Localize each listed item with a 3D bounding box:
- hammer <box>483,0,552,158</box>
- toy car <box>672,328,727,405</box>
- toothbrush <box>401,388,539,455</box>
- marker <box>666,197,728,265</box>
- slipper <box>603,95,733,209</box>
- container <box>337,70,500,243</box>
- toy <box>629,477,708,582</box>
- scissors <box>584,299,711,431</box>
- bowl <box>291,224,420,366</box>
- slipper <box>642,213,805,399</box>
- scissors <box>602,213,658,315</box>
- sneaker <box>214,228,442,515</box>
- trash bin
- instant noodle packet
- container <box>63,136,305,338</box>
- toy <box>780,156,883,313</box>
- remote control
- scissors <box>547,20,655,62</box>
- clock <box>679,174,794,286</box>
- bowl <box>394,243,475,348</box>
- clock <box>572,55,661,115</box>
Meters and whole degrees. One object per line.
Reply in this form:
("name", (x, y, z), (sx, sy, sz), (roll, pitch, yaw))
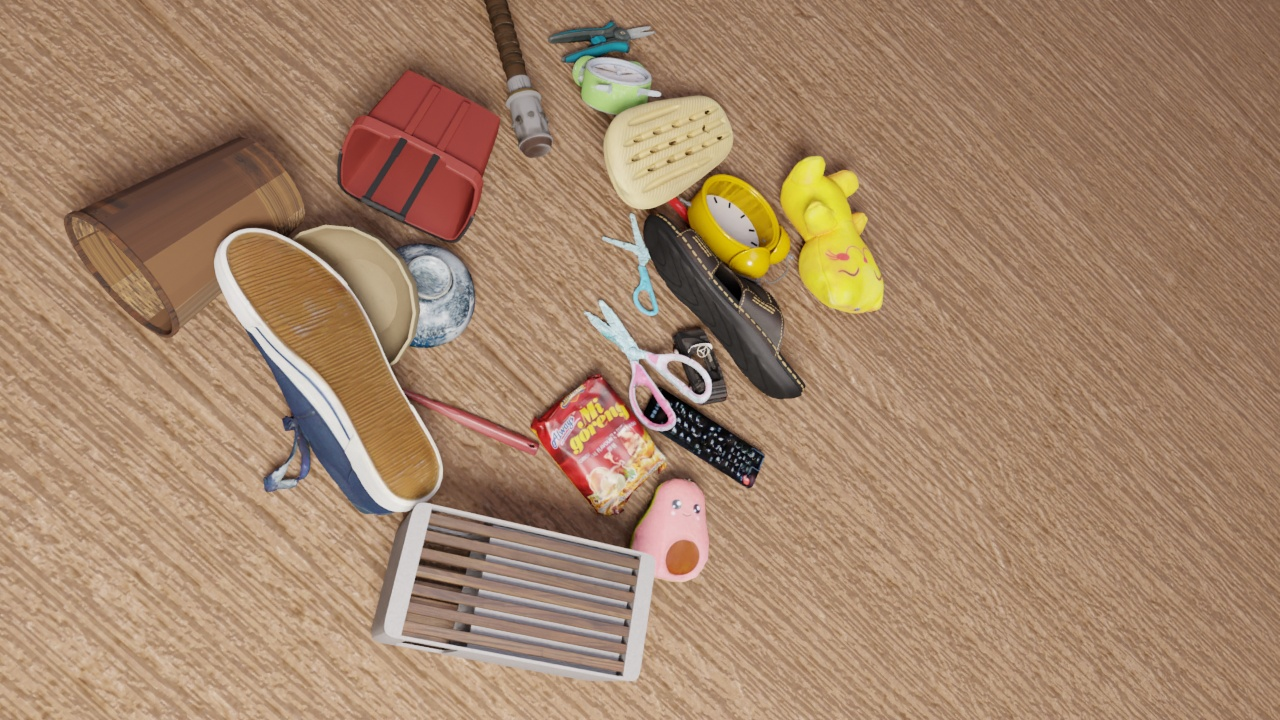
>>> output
("hammer", (-0.158, -0.385, 1.057), (0.190, 0.101, 0.324), (-10, 76, -24))
("toy car", (0.069, 0.005, 1.043), (0.040, 0.037, 0.092), (-9, 64, -24))
("toothbrush", (-0.191, 0.054, 0.941), (0.190, 0.016, 0.016), (25, 64, -12))
("marker", (0.084, -0.148, 1.122), (0.142, 0.013, 0.012), (46, 62, -2))
("slipper", (0.021, -0.251, 1.094), (0.260, 0.079, 0.111), (-38, 107, -47))
("container", (-0.236, -0.187, 0.944), (0.148, 0.127, 0.200), (25, 55, -11))
("toy", (0.033, 0.177, 0.967), (0.090, 0.051, 0.109), (16, 66, -17))
("scissors", (0.009, -0.010, 1.024), (0.103, 0.016, 0.178), (-29, 71, -13))
("bowl", (-0.284, -0.057, 0.896), (0.152, 0.050, 0.152), (2, 103, 7))
("slipper", (0.104, -0.069, 1.046), (0.075, 0.113, 0.268), (-42, 96, -16))
("scissors", (0.014, -0.108, 1.083), (0.135, 0.015, 0.133), (16, 66, -10))
("sneaker", (-0.309, 0.023, 0.851), (0.120, 0.128, 0.294), (-40, 103, -49))
("trash bin", (-0.119, 0.222, 0.856), (0.228, 0.115, 0.114), (16, 67, -16))
("instant noodle packet", (-0.041, 0.090, 0.976), (0.098, 0.040, 0.135), (-38, 90, -21))
("container", (-0.414, -0.123, 0.858), (0.132, 0.132, 0.166), (44, 57, -2))
("toy", (0.231, -0.149, 1.137), (0.134, 0.088, 0.193), (0, 72, -53))
("remote control", (0.069, 0.088, 1.031), (0.150, 0.022, 0.047), (33, 63, -10))
("scissors", (-0.046, -0.397, 1.151), (0.127, 0.019, 0.141), (23, 58, -7))
("clock", (0.121, -0.157, 1.108), (0.152, 0.052, 0.113), (49, 45, 2))
("bowl", (-0.222, -0.076, 0.949), (0.114, 0.061, 0.114), (8, 69, -20))
("clock", (-0.032, -0.334, 1.107), (0.094, 0.043, 0.119), (3, 38, -18))
